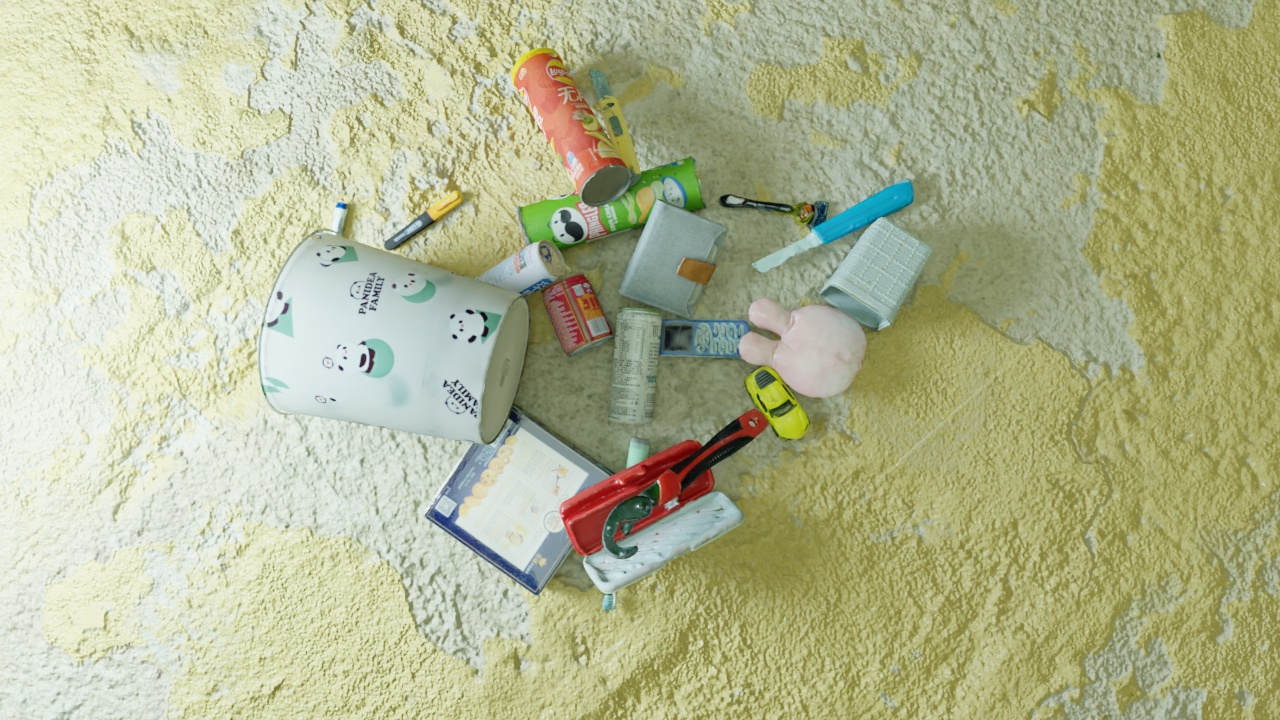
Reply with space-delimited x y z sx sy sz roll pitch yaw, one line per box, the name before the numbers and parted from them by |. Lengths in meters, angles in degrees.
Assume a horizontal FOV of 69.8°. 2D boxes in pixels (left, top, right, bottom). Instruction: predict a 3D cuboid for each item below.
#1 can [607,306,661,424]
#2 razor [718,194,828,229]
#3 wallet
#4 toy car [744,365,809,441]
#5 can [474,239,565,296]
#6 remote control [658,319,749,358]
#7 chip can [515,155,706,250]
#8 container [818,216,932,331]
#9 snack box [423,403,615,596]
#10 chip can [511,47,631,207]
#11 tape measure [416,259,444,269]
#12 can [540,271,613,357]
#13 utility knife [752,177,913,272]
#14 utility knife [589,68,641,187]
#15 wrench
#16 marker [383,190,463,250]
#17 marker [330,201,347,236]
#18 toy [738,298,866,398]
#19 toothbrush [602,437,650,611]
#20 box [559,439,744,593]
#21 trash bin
can | -0.007 0.007 1.164 0.058 0.058 0.146 5 91 2
razor | 0.173 -0.199 1.192 0.143 0.022 0.042 10 86 3
wallet | 0.044 -0.125 1.157 0.106 0.037 0.130 19 109 -15
toy car | 0.176 0.055 1.175 0.048 0.032 0.105 -34 88 -1
can | -0.160 -0.101 1.152 0.135 0.053 0.053 -26 86 30
remote control | 0.078 -0.028 1.185 0.125 0.024 0.049 2 87 6
chip can | -0.037 -0.195 1.174 0.236 0.072 0.072 -16 87 0
container | 0.298 -0.109 1.152 0.090 0.090 0.111 34 86 3
snack box | -0.151 0.173 1.171 0.182 0.046 0.178 35 88 3
chip can | -0.088 -0.292 1.145 0.073 0.073 0.216 -29 67 0
tape measure | -0.277 -0.096 1.197 0.057 0.029 0.060 21 88 2
can | -0.082 -0.059 1.170 0.066 0.066 0.094 -24 87 0
utility knife | 0.249 -0.170 1.182 0.234 0.018 0.034 -27 92 -4
utility knife | -0.034 -0.301 1.177 0.031 0.021 0.201 -12 59 -10
wrench | 0.056 0.141 1.114 0.272 0.016 0.056 -38 74 -26
marker | -0.287 -0.184 1.208 0.124 0.015 0.018 -35 82 2
marker | -0.407 -0.137 1.209 0.017 0.017 0.145 11 88 2
toy | 0.206 -0.021 1.163 0.159 0.054 0.121 20 77 -2
toothbrush | -0.019 0.210 1.176 0.027 0.026 0.224 12 87 -37
box | 0.015 0.189 1.118 0.201 0.100 0.110 -25 108 -15
trash bin | -0.276 -0.018 1.085 0.252 0.229 0.229 13 88 5
